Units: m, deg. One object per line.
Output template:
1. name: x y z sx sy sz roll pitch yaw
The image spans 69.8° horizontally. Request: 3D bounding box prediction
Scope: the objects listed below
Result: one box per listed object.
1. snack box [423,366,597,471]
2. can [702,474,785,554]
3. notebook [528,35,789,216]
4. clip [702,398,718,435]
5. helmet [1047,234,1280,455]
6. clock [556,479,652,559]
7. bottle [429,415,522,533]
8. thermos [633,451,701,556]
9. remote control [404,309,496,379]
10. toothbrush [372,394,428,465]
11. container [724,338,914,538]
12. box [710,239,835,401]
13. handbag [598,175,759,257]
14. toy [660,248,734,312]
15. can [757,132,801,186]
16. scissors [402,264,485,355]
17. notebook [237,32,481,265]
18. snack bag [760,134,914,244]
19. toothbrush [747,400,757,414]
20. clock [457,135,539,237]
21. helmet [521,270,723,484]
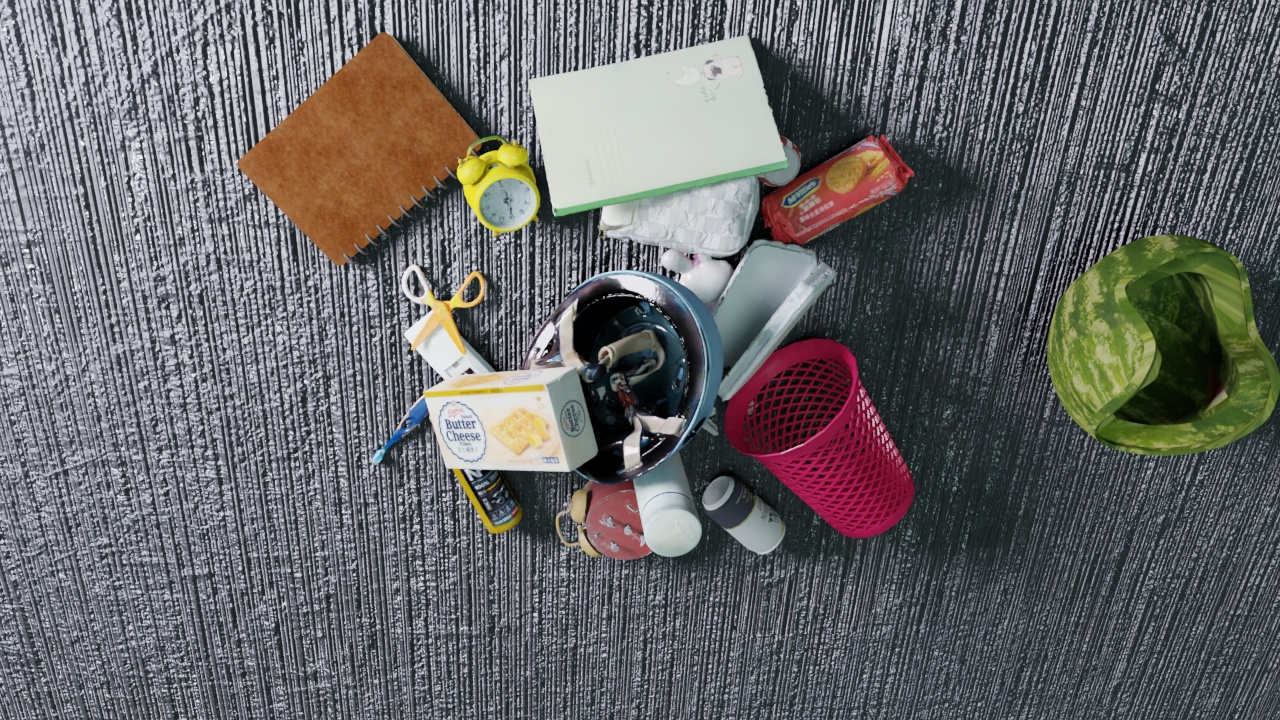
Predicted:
1. snack box: -0.154 0.069 1.067 0.208 0.057 0.104 -4 106 37
2. can: 0.146 0.216 1.265 0.064 0.064 0.127 -43 112 13
3. notebook: 0.016 -0.256 0.991 0.252 0.181 0.010 -12 158 -1
4. clip: 0.077 0.061 1.207 0.101 0.038 0.054 33 120 -20
5. helmet: 0.615 -0.020 1.114 0.213 0.246 0.244 14 155 -6
6. clock: -0.035 0.213 1.234 0.159 0.081 0.117 -14 115 0
7. bottle: -0.215 0.140 1.194 0.053 0.053 0.186 -22 115 4
8. thermos: 0.024 0.148 1.128 0.068 0.229 0.068 -3 115 -5
9. remote control: -0.227 0.005 1.147 0.050 0.024 0.143 -37 113 10
10. toothbrush: -0.305 0.087 1.180 0.021 0.017 0.135 37 106 -22
11. container: 0.246 0.114 1.180 0.183 0.183 0.226 -36 121 10
12. box: 0.132 -0.060 1.116 0.110 0.107 0.217 44 130 11
13. handbag: 0.049 -0.178 1.033 0.171 0.123 0.112 13 100 14
14. toy: 0.078 -0.099 1.127 0.076 0.037 0.125 -30 120 3
15. can: 0.147 -0.232 1.040 0.054 0.096 0.054 -3 115 -6
16. scissors: -0.244 -0.066 1.109 0.129 0.011 0.125 38 94 -12
17. notebook: -0.309 -0.229 1.030 0.226 0.024 0.167 -37 112 11
18. snack bag: 0.225 -0.197 1.079 0.176 0.082 0.082 -28 115 7
19. toothbrush: 0.085 0.015 1.193 0.181 0.015 0.018 37 99 -21
20. clock: -0.159 -0.200 1.031 0.083 0.057 0.119 -21 132 -5
21. helmet: -0.006 0.006 1.081 0.225 0.166 0.266 48 124 11
